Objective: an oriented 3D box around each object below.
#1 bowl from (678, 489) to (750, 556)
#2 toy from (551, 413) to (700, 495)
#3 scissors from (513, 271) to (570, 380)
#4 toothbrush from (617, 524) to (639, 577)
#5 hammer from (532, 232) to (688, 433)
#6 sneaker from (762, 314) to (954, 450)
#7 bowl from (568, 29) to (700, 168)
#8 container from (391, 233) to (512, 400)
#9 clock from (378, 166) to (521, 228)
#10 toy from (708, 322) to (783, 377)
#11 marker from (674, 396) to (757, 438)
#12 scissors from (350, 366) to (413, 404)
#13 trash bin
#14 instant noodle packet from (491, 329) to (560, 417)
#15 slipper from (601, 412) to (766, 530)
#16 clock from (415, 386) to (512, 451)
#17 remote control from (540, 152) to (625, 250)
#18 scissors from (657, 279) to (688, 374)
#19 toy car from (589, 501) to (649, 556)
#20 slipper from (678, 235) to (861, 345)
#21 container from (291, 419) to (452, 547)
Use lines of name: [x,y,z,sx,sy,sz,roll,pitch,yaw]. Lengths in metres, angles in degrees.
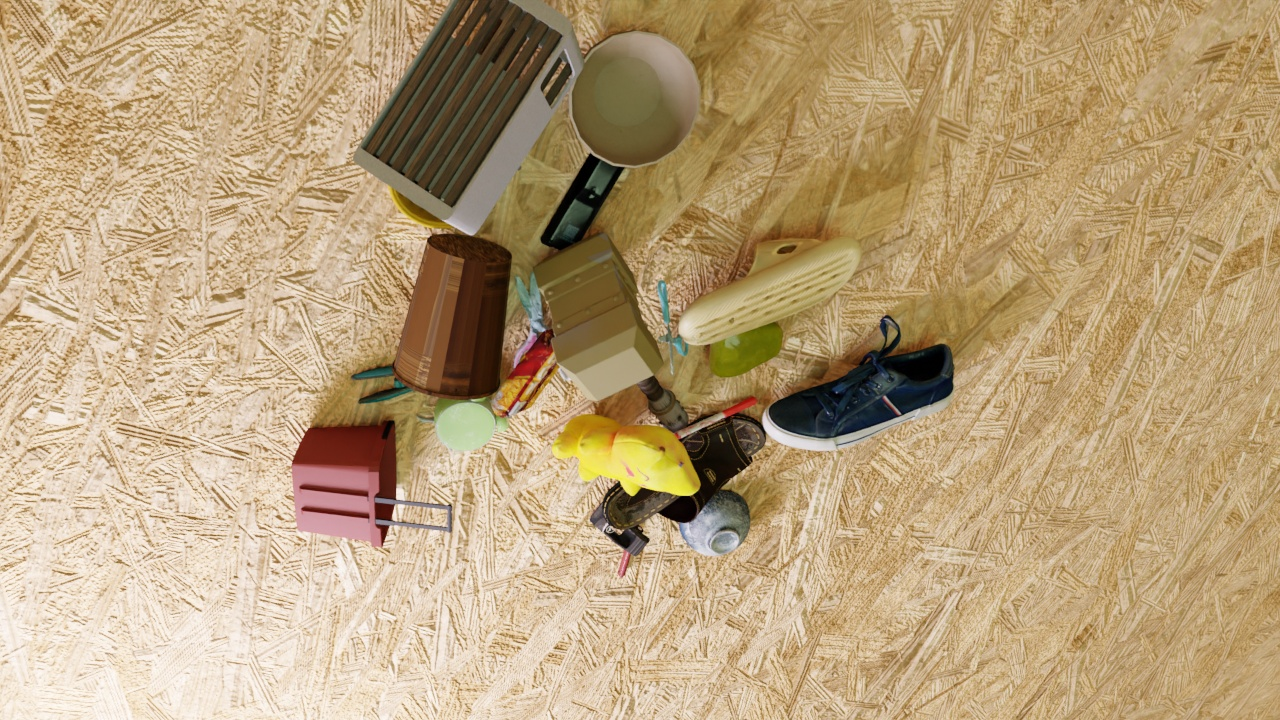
bowl: [0.121,0.263,1.416,0.114,0.060,0.114,-6,122,-10]
toy: [-0.014,0.125,1.236,0.134,0.194,0.087,48,58,-40]
scissors: [-0.119,-0.044,1.202,0.103,0.016,0.179,-6,118,-10]
toothbrush: [-0.004,0.257,1.406,0.016,0.016,0.190,5,119,-22]
hammer: [-0.007,0.007,1.187,0.101,0.190,0.325,-25,141,9]
sneaker: [0.313,0.032,1.303,0.294,0.120,0.127,-16,135,-8]
bowl: [-0.011,-0.302,1.050,0.152,0.050,0.152,-6,121,-11]
container: [-0.220,-0.057,1.105,0.132,0.132,0.167,8,112,-18]
clock: [-0.218,-0.218,1.049,0.152,0.052,0.113,-32,122,11]
toy: [0.146,-0.019,1.260,0.110,0.051,0.090,-9,124,-12]
marker: [0.107,0.082,1.303,0.142,0.013,0.013,-22,125,-25]
scissors: [-0.301,0.027,1.191,0.127,0.019,0.142,34,100,-23]
trash bin: [-0.170,-0.260,0.942,0.114,0.114,0.229,33,92,2]
instant noodle packet: [-0.134,0.016,1.167,0.039,0.098,0.135,38,99,9]
slipper: [0.069,0.168,1.325,0.267,0.075,0.113,-31,123,-6]
clock: [-0.228,0.074,1.225,0.119,0.042,0.094,-35,123,7]
remote control: [-0.066,-0.196,1.116,0.047,0.022,0.150,23,112,-25]
scissors: [0.039,-0.047,1.195,0.015,0.135,0.133,-13,89,12]
toy car: [-0.032,0.253,1.368,0.092,0.037,0.040,39,109,4]
slipper: [0.160,-0.101,1.198,0.261,0.079,0.111,-24,146,-8]
container: [-0.340,0.163,1.199,0.201,0.126,0.148,4,119,-5]
